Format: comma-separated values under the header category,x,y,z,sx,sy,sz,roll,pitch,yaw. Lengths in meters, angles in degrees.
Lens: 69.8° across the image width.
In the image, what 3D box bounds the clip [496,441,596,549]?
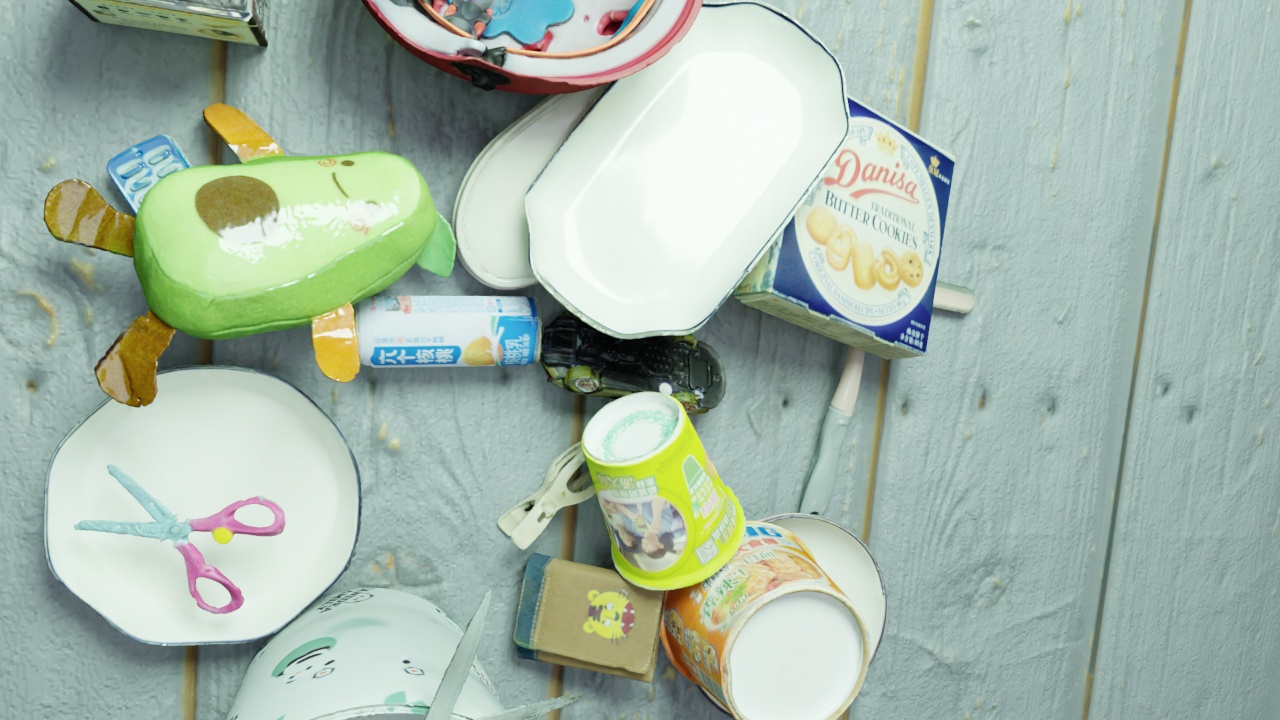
category,x,y,z,sx,sy,sz,roll,pitch,yaw
clip,-0.069,0.108,0.738,0.099,0.070,0.034,-44,108,-15

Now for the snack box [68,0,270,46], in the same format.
category,x,y,z,sx,sy,sz,roll,pitch,yaw
snack box,-0.298,-0.234,0.577,0.113,0.126,0.053,3,95,-18

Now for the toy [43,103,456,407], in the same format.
category,x,y,z,sx,sy,sz,roll,pitch,yaw
toy,-0.247,-0.078,0.607,0.246,0.090,0.227,-22,79,-22

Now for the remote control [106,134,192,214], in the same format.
category,x,y,z,sx,sy,sz,roll,pitch,yaw
remote control,-0.315,-0.093,0.643,0.049,0.024,0.125,-31,104,-11

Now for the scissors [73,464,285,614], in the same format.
category,x,y,z,sx,sy,sz,roll,pitch,yaw
scissors,-0.315,0.126,0.629,0.133,0.017,0.118,5,100,-14

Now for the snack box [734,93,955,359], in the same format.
category,x,y,z,sx,sy,sz,roll,pitch,yaw
snack box,0.170,-0.111,0.742,0.177,0.046,0.182,17,79,-32

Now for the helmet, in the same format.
category,x,y,z,sx,sy,sz,roll,pitch,yaw
helmet,-0.085,-0.276,0.627,0.240,0.144,0.207,27,84,-15

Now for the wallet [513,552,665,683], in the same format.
category,x,y,z,sx,sy,sz,roll,pitch,yaw
wallet,-0.041,0.208,0.739,0.115,0.033,0.090,9,96,7

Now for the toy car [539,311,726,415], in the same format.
category,x,y,z,sx,sy,sz,roll,pitch,yaw
toy car,-0.004,0.004,0.735,0.158,0.042,0.070,14,57,-18

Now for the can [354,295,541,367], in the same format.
category,x,y,z,sx,sy,sz,roll,pitch,yaw
can,-0.145,-0.022,0.689,0.134,0.053,0.053,-1,97,-17

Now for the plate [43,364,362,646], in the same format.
category,x,y,z,sx,sy,sz,roll,pitch,yaw
plate,-0.307,0.102,0.660,0.204,0.045,0.205,-2,98,-18

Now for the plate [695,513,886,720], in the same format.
category,x,y,z,sx,sy,sz,roll,pitch,yaw
plate,0.123,0.224,0.810,0.192,0.039,0.192,-2,98,-15

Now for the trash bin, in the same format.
category,x,y,z,sx,sy,sz,roll,pitch,yaw
trash bin,-0.184,0.282,0.611,0.229,0.252,0.229,-2,97,-18

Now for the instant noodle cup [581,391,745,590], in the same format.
category,x,y,z,sx,sy,sz,roll,pitch,yaw
instant noodle cup,0.012,0.093,0.703,0.111,0.111,0.123,-29,125,-12

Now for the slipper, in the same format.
category,x,y,z,sx,sy,sz,roll,pitch,yaw
slipper,-0.035,-0.165,0.705,0.274,0.054,0.114,-46,107,-4

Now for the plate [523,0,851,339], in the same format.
category,x,y,z,sx,sy,sz,roll,pitch,yaw
plate,0.033,-0.136,0.662,0.162,0.034,0.265,37,85,3

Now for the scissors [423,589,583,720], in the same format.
category,x,y,z,sx,sy,sz,roll,pitch,yaw
scissors,-0.118,0.203,0.485,0.159,0.014,0.178,20,87,-20

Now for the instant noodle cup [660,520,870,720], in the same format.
category,x,y,z,sx,sy,sz,roll,pitch,yaw
instant noodle cup,0.101,0.215,0.722,0.151,0.111,0.151,-2,98,-15

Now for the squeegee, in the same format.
category,x,y,z,sx,sy,sz,roll,pitch,yaw
squeegee,0.175,0.034,0.805,0.247,0.040,0.249,11,94,-19
